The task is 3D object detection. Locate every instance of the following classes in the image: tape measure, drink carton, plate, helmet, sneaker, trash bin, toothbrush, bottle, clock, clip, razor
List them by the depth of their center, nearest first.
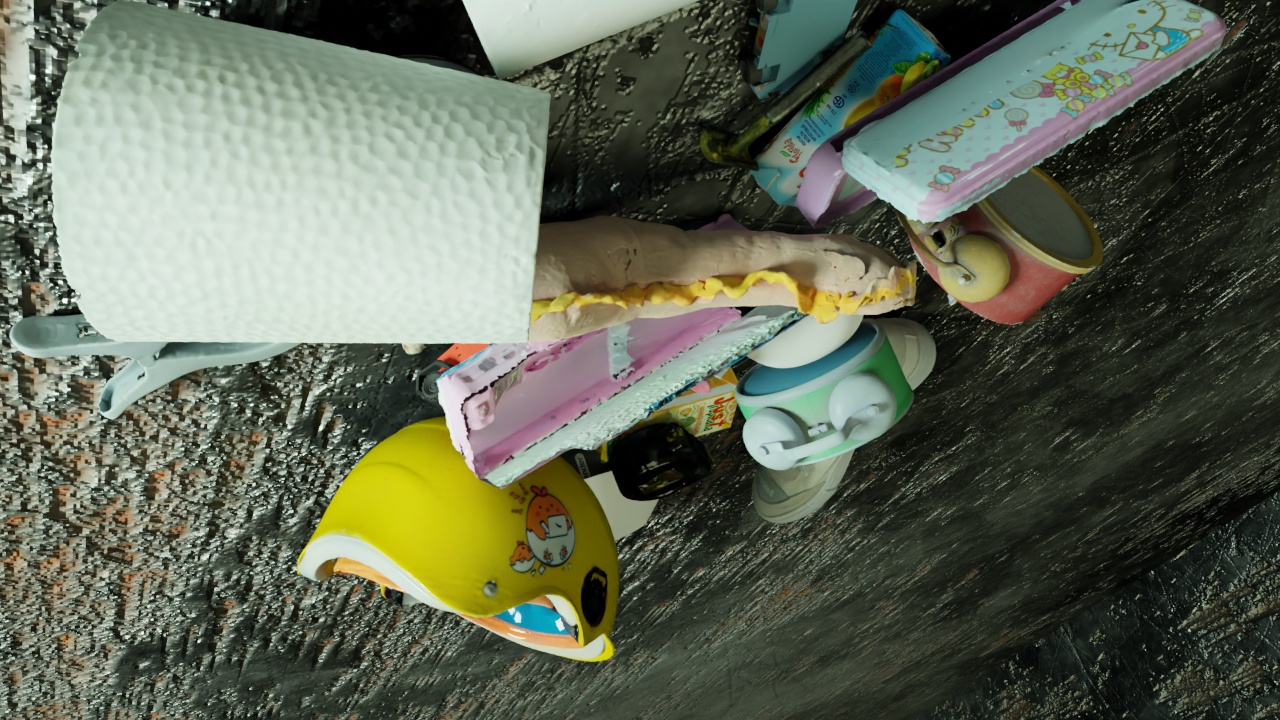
[{"bbox_3d":[-0.122,-0.066,0.375,0.161,0.133,0.134,5,142,-7],"label":"trash bin"},{"bbox_3d":[-0.248,-0.023,0.500,0.162,0.027,0.090,-26,146,2],"label":"clip"},{"bbox_3d":[0.084,-0.145,0.513,0.042,0.026,0.106,-1,153,-48],"label":"razor"},{"bbox_3d":[0.120,-0.144,0.542,0.129,0.038,0.044,-44,162,29],"label":"drink carton"},{"bbox_3d":[0.235,-0.082,0.638,0.158,0.117,0.081,-3,145,-35],"label":"clock"},{"bbox_3d":[0.026,0.009,0.660,0.016,0.021,0.135,-27,-168,-15],"label":"toothbrush"},{"bbox_3d":[-0.107,0.124,0.671,0.210,0.139,0.240,-1,153,38],"label":"helmet"},{"bbox_3d":[0.134,0.034,0.673,0.122,0.075,0.161,-23,-168,20],"label":"clock"},{"bbox_3d":[0.013,0.081,0.725,0.072,0.042,0.071,-29,151,12],"label":"tape measure"},{"bbox_3d":[0.021,0.036,0.743,0.122,0.041,0.058,-15,147,-15],"label":"drink carton"},{"bbox_3d":[-0.048,0.085,0.773,0.110,0.036,0.036,-20,148,-6],"label":"bottle"},{"bbox_3d":[-0.044,0.142,0.819,0.174,0.036,0.174,-19,162,-7],"label":"plate"},{"bbox_3d":[0.153,0.053,0.819,0.090,0.089,0.243,8,130,-34],"label":"sneaker"}]

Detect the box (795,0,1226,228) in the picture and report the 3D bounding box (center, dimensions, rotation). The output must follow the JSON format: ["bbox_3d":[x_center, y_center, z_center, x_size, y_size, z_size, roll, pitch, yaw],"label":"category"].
[{"bbox_3d":[0.196,-0.144,0.510,0.214,0.140,0.062,-32,108,-12],"label":"box"}]

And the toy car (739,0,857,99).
[{"bbox_3d":[0.082,-0.182,0.480,0.060,0.027,0.108,-19,164,-7],"label":"toy car"}]

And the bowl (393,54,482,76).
[{"bbox_3d":[-0.114,-0.093,0.466,0.114,0.045,0.114,-17,147,-11],"label":"bowl"}]

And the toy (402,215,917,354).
[{"bbox_3d":[0.021,-0.037,0.495,0.264,0.195,0.065,5,116,4],"label":"toy"}]

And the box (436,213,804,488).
[{"bbox_3d":[-0.002,0.004,0.573,0.229,0.090,0.085,-32,144,-24],"label":"box"}]

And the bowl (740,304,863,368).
[{"bbox_3d":[0.119,-0.024,0.658,0.110,0.040,0.110,-28,-169,6],"label":"bowl"}]

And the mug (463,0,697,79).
[{"bbox_3d":[-0.026,-0.172,0.373,0.105,0.082,0.082,-23,148,0],"label":"mug"}]

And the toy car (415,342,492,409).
[{"bbox_3d":[-0.099,-0.004,0.602,0.100,0.048,0.051,-31,148,12],"label":"toy car"}]
